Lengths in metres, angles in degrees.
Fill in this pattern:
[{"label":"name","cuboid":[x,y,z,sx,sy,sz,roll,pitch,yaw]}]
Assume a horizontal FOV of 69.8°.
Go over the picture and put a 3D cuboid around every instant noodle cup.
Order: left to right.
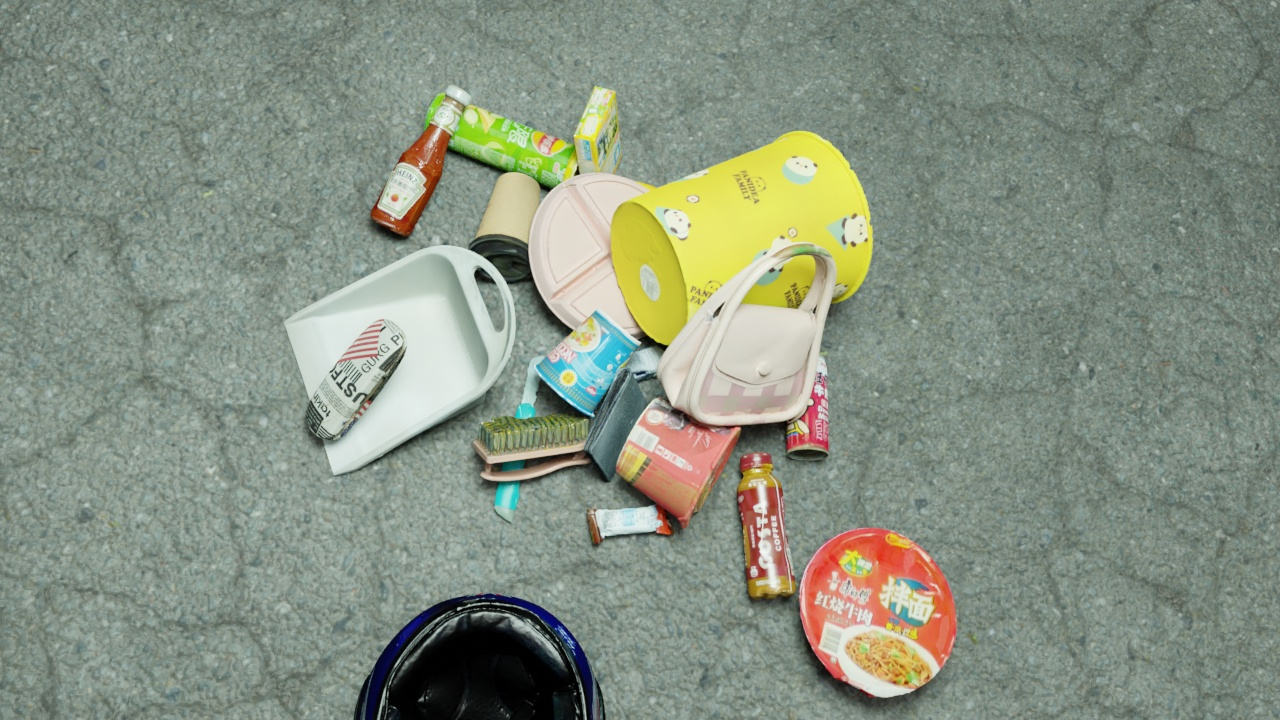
[{"label":"instant noodle cup","cuboid":[-0.061,-0.002,1.135,0.099,0.099,0.110,41,92,8]},{"label":"instant noodle cup","cuboid":[0.043,0.114,1.110,0.108,0.138,0.137,29,67,12]},{"label":"instant noodle cup","cuboid":[0.275,0.303,1.105,0.193,0.066,0.193,3,68,-8]}]

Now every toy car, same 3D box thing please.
[{"label":"toy car","cuboid":[-0.007,0.007,1.194,0.090,0.034,0.043,-17,69,-16]}]

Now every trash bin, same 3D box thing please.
[{"label":"trash bin","cuboid":[0.117,-0.144,1.149,0.254,0.230,0.229,-21,73,-24]}]

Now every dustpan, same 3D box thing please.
[{"label":"dustpan","cuboid":[-0.282,-0.021,1.105,0.257,0.143,0.222,-19,73,-17]}]

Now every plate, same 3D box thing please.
[{"label":"plate","cuboid":[-0.036,-0.138,1.202,0.229,0.028,0.229,5,80,-28]}]

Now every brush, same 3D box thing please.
[{"label":"brush","cuboid":[-0.125,0.105,1.115,0.145,0.063,0.073,-5,105,-26]}]

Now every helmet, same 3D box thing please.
[{"label":"helmet","cuboid":[-0.158,0.395,0.901,0.247,0.241,0.314,4,57,-9]}]

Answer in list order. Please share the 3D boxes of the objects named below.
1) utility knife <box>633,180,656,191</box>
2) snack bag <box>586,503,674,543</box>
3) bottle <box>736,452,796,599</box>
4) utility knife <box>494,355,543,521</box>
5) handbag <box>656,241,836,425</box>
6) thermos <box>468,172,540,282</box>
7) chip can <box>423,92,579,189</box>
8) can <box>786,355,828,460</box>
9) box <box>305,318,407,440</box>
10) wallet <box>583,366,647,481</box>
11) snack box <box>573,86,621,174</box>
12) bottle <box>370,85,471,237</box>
[{"label":"utility knife","cuboid":[0.048,-0.222,1.301,0.171,0.015,0.033,18,70,-2]},{"label":"snack bag","cuboid":[-0.012,0.197,1.122,0.104,0.026,0.048,-8,64,-11]},{"label":"bottle","cuboid":[0.152,0.202,1.129,0.057,0.058,0.174,-1,69,-9]},{"label":"utility knife","cuboid":[-0.149,0.093,1.148,0.029,0.013,0.217,13,70,-6]},{"label":"handbag","cuboid":[0.143,-0.037,1.067,0.193,0.235,0.093,2,34,-38]},{"label":"thermos","cuboid":[-0.173,-0.175,1.213,0.093,0.093,0.143,9,60,-6]},{"label":"chip can","cuboid":[-0.188,-0.299,1.263,0.221,0.073,0.072,21,67,-1]},{"label":"can","cuboid":[0.217,0.060,1.197,0.053,0.053,0.132,6,68,-7]},{"label":"box","cuboid":[-0.338,0.021,1.085,0.068,0.051,0.164,39,95,41]},{"label":"wallet","cuboid":[-0.028,0.081,1.130,0.019,0.097,0.120,16,66,24]},{"label":"snack box","cuboid":[-0.056,-0.290,1.243,0.034,0.141,0.086,16,67,8]},{"label":"bottle","cuboid":[-0.284,-0.263,1.205,0.060,0.060,0.206,28,90,3]}]
